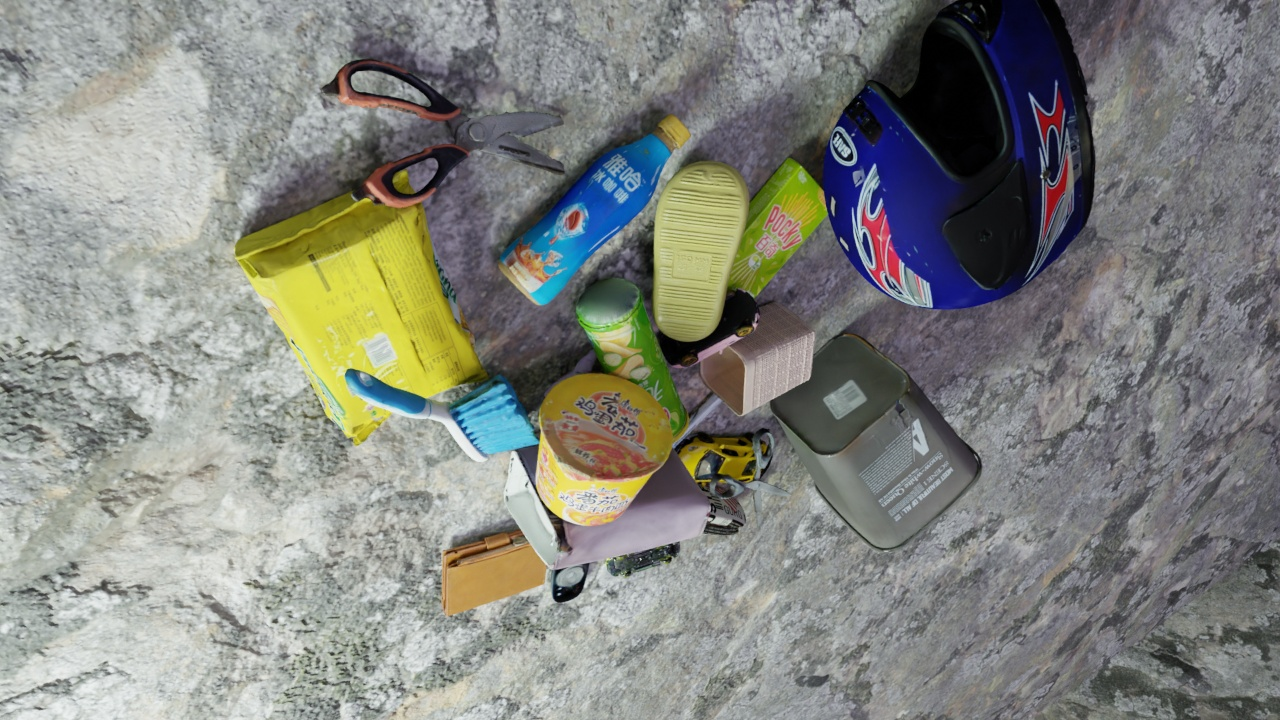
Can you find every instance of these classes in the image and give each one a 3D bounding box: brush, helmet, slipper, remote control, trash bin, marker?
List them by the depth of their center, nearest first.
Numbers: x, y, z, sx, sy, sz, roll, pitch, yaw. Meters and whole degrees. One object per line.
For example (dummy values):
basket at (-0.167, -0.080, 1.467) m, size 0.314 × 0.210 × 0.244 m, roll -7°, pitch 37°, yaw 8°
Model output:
brush at (-0.173, 0.045, 0.864) m, size 0.109 × 0.060 × 0.315 m, roll -25°, pitch 161°, yaw -5°
helmet at (0.311, -0.200, 0.954) m, size 0.240 × 0.247 × 0.316 m, roll -21°, pitch 126°, yaw 3°
slipper at (0.057, -0.116, 0.962) m, size 0.091 × 0.081 × 0.191 m, roll 10°, pitch 109°, yaw 1°
marker at (0.068, 0.075, 1.155) m, size 0.146 × 0.017 × 0.017 m, roll -45°, pitch 136°, yaw 4°
remote control at (-0.090, 0.258, 1.182) m, size 0.053 × 0.024 × 0.137 m, roll -11°, pitch 129°, yaw -30°
trash bin at (0.304, 0.102, 1.222) m, size 0.199 × 0.198 × 0.220 m, roll -42°, pitch 130°, yaw 0°

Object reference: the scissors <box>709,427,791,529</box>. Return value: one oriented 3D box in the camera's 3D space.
scissors at (0.155, 0.161, 1.225) m, size 0.180 × 0.014 × 0.159 m, roll 3°, pitch 114°, yaw -42°

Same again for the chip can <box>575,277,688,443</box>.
chip can at (-0.006, 0.006, 1.011) m, size 0.072 × 0.072 × 0.221 m, roll -32°, pitch 135°, yaw -10°

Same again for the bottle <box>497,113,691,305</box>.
bottle at (-0.039, -0.147, 0.875) m, size 0.219 × 0.065 × 0.065 m, roll -44°, pitch 136°, yaw 2°

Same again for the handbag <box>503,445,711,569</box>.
handbag at (-0.039, 0.162, 1.058) m, size 0.196 × 0.145 × 0.099 m, roll -6°, pitch 123°, yaw -30°

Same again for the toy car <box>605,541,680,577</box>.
toy car at (0.002, 0.259, 1.243) m, size 0.105 × 0.032 × 0.048 m, roll -18°, pitch 132°, yaw -7°

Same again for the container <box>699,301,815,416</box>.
container at (0.141, -0.007, 1.092) m, size 0.110 × 0.090 × 0.090 m, roll -23°, pitch 133°, yaw -23°

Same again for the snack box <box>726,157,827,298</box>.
snack box at (0.142, -0.142, 1.031) m, size 0.156 × 0.026 × 0.085 m, roll -49°, pitch 136°, yaw 7°

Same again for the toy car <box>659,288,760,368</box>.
toy car at (0.079, -0.034, 1.034) m, size 0.122 × 0.056 × 0.037 m, roll -28°, pitch 159°, yaw 16°

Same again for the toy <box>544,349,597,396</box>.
toy at (-0.067, 0.047, 1.026) m, size 0.083 × 0.039 × 0.108 m, roll -44°, pitch 138°, yaw -27°

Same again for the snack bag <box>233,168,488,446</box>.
snack bag at (-0.239, -0.038, 0.821) m, size 0.158 × 0.068 × 0.247 m, roll -27°, pitch 135°, yaw -14°

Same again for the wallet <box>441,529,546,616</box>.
wallet at (-0.177, 0.253, 1.115) m, size 0.131 × 0.031 × 0.108 m, roll -13°, pitch 132°, yaw -27°

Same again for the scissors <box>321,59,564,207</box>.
scissors at (-0.159, -0.187, 0.767) m, size 0.189 × 0.015 × 0.221 m, roll 50°, pitch 59°, yaw -26°

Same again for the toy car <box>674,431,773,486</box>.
toy car at (0.106, 0.133, 1.209) m, size 0.155 × 0.041 × 0.071 m, roll 7°, pitch 118°, yaw -36°

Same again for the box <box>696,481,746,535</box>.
box at (0.071, 0.211, 1.228) m, size 0.163 × 0.075 × 0.081 m, roll 20°, pitch 119°, yaw -45°

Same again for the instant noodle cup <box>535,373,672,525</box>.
instant noodle cup at (-0.048, 0.099, 0.959) m, size 0.137 × 0.138 × 0.110 m, roll -10°, pitch 143°, yaw -29°
